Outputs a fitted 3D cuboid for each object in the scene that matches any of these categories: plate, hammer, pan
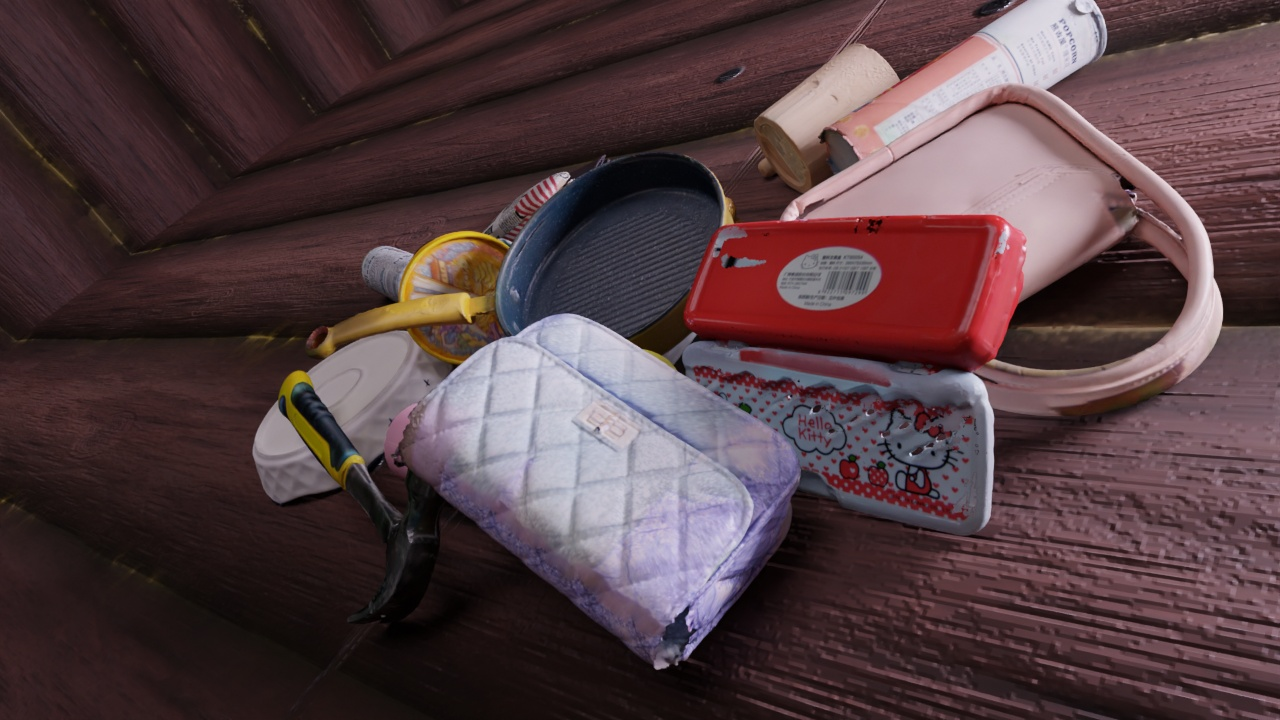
[{"bbox_3d":[-0.275,0.043,0.857,0.205,0.045,0.204,-23,30,14],"label":"plate"},{"bbox_3d":[-0.217,0.080,0.672,0.323,0.031,0.126,27,104,53],"label":"hammer"},{"bbox_3d":[-0.099,-0.056,0.716,0.358,0.078,0.197,-22,47,17],"label":"pan"}]

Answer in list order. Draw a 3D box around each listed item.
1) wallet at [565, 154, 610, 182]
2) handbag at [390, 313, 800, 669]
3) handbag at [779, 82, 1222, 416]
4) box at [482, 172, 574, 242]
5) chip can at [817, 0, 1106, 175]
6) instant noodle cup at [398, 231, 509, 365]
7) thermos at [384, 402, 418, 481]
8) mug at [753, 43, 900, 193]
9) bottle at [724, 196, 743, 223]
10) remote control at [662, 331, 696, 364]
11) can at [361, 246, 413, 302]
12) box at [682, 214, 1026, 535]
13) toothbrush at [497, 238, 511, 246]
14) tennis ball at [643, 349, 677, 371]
[{"bbox_3d":[-0.097,-0.199,1.082,0.122,0.020,0.096,-22,26,19],"label":"wallet"},{"bbox_3d":[-0.022,0.057,0.492,0.194,0.076,0.133,30,57,28],"label":"handbag"},{"bbox_3d":[0.211,-0.054,0.527,0.193,0.093,0.234,-33,37,-3],"label":"handbag"},{"bbox_3d":[-0.125,-0.152,0.995,0.165,0.052,0.068,-24,8,47],"label":"box"},{"bbox_3d":[0.249,-0.208,0.716,0.214,0.071,0.071,-33,29,-1],"label":"chip can"},{"bbox_3d":[-0.168,-0.065,0.856,0.118,0.118,0.114,-36,21,-7],"label":"instant noodle cup"},{"bbox_3d":[-0.111,0.074,0.621,0.087,0.067,0.199,-3,9,-38],"label":"thermos"},{"bbox_3d":[0.158,-0.205,0.802,0.103,0.084,0.125,-36,5,-5],"label":"mug"},{"bbox_3d":[0.002,-0.079,0.767,0.175,0.057,0.057,-20,31,19],"label":"bottle"},{"bbox_3d":[-0.004,0.004,0.686,0.056,0.019,0.134,2,44,45],"label":"remote control"},{"bbox_3d":[-0.272,-0.095,1.048,0.058,0.058,0.147,-42,31,-17],"label":"can"},{"bbox_3d":[0.099,-0.001,0.492,0.201,0.058,0.161,8,90,50],"label":"box"},{"bbox_3d":[-0.110,-0.099,0.888,0.016,0.018,0.192,-39,31,-11],"label":"toothbrush"},{"bbox_3d":[-0.003,0.025,0.606,0.065,0.065,0.065,-23,30,15],"label":"tennis ball"}]
